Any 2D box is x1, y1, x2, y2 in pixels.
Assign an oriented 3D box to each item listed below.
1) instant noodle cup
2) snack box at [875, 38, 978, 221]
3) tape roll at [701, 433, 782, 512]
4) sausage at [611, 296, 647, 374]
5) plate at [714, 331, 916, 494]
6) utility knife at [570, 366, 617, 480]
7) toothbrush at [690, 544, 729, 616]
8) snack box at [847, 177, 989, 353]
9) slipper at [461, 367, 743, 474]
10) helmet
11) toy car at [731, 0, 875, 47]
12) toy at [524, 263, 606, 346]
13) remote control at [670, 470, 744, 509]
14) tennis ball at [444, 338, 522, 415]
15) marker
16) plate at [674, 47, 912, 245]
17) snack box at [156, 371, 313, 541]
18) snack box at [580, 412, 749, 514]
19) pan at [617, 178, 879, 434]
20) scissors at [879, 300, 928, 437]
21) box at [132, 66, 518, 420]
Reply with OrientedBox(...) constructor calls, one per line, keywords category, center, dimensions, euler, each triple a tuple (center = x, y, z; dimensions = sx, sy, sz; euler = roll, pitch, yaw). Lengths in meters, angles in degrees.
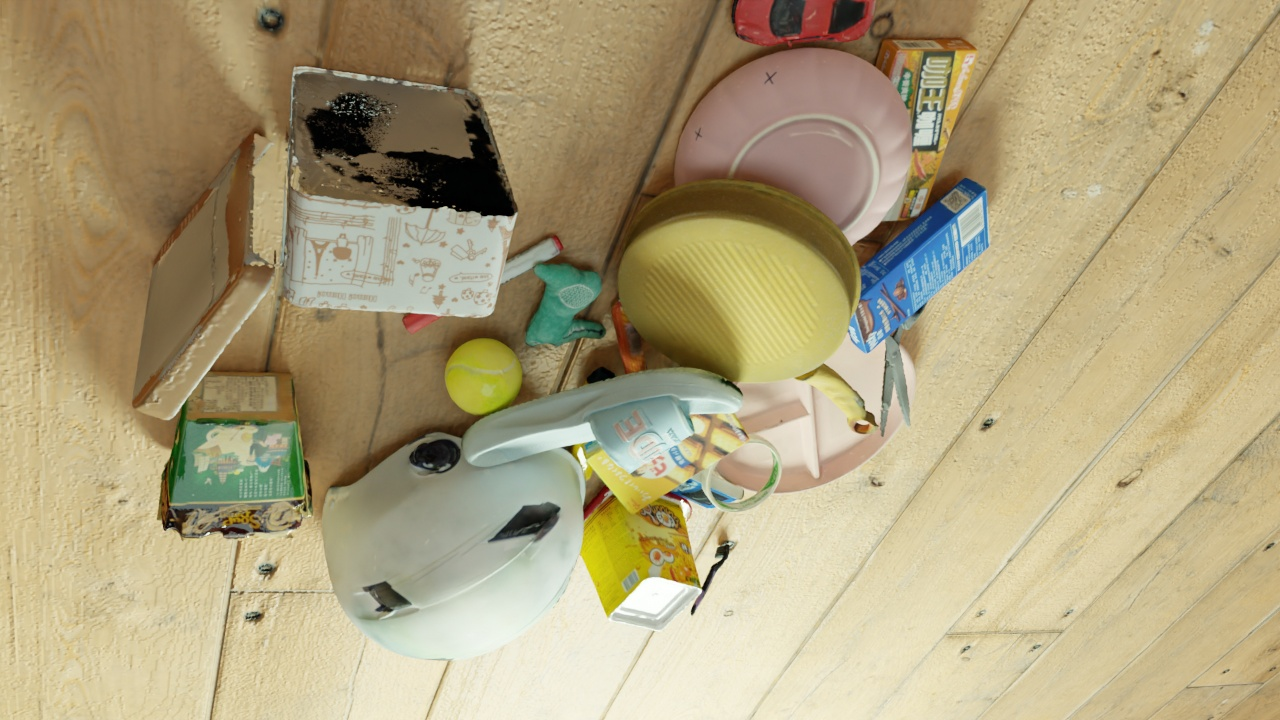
OrientedBox(category="instant noodle cup", center=(-0.001, 0.204, 0.956), dimensions=(0.116, 0.123, 0.116), euler=(23, 119, -34))
OrientedBox(category="snack box", center=(0.216, -0.186, 0.755), dimensions=(0.075, 0.026, 0.154), euler=(-5, 131, -16))
OrientedBox(category="tape roll", center=(0.104, 0.116, 0.936), dimensions=(0.085, 0.014, 0.086), euler=(-8, 116, -18))
OrientedBox(category="sausage", center=(-0.005, 0.005, 0.848), dimensions=(0.021, 0.021, 0.165), euler=(-17, 133, -5))
OrientedBox(category="plate", center=(0.174, 0.052, 0.949), dimensions=(0.229, 0.028, 0.230), euler=(-9, 131, -11))
OrientedBox(category="utility knife", center=(-0.059, 0.091, 0.910), dimensions=(0.033, 0.015, 0.224), euler=(6, 128, -14))
OrientedBox(category="toothbrush", center=(0.074, 0.236, 1.002), dimensions=(0.017, 0.188, 0.014), euler=(0, 100, 17))
OrientedBox(category="snack box", center=(0.245, -0.083, 0.820), dimensions=(0.157, 0.026, 0.084), euler=(-40, 143, -4))
OrientedBox(category="slipper", center=(-0.031, 0.061, 0.782), dimensions=(0.245, 0.074, 0.104), euler=(-14, 165, 3))
OrientedBox(category="helmet", center=(-0.167, 0.191, 0.864), dimensions=(0.258, 0.145, 0.229), euler=(-17, 134, 0))
OrientedBox(category="toy car", center=(0.118, -0.252, 0.660), dimensions=(0.106, 0.031, 0.049), euler=(-6, 130, -12))
OrientedBox(category="toy", center=(-0.063, -0.043, 0.782), dimensions=(0.096, 0.030, 0.092), euler=(7, 132, -34))
OrientedBox(category="remote control", center=(0.047, 0.124, 0.954), dimensions=(0.125, 0.024, 0.049), euler=(28, 146, -28))
OrientedBox(category="tennis ball", center=(-0.133, 0.014, 0.781), dimensions=(0.065, 0.065, 0.066), euler=(-10, 132, -11))
OrientedBox(category="marker", center=(-0.129, -0.062, 0.749), dimensions=(0.145, 0.017, 0.017), euler=(-28, 133, 6))
OrientedBox(category="plate", center=(0.124, -0.147, 0.726), dimensions=(0.192, 0.039, 0.193), euler=(-3, 131, -4))
OrientedBox(category="snack box", center=(-0.324, 0.069, 0.744), dimensions=(0.118, 0.117, 0.106), euler=(3, 117, -25))
OrientedBox(category="snack box", center=(0.024, 0.077, 0.875), dimensions=(0.140, 0.033, 0.087), euler=(-31, 123, 5))
OrientedBox(category="pan", center=(0.124, -0.020, 0.800), dimensions=(0.198, 0.078, 0.357), euler=(-13, 132, 35))
OrientedBox(category="scissors", center=(0.241, -0.011, 0.888), dimensions=(0.164, 0.014, 0.164), euler=(28, 97, -30))
OrientedBox(category="box", center=(-0.212, -0.088, 0.586), dimensions=(0.269, 0.179, 0.136), euler=(-22, 134, -2))
